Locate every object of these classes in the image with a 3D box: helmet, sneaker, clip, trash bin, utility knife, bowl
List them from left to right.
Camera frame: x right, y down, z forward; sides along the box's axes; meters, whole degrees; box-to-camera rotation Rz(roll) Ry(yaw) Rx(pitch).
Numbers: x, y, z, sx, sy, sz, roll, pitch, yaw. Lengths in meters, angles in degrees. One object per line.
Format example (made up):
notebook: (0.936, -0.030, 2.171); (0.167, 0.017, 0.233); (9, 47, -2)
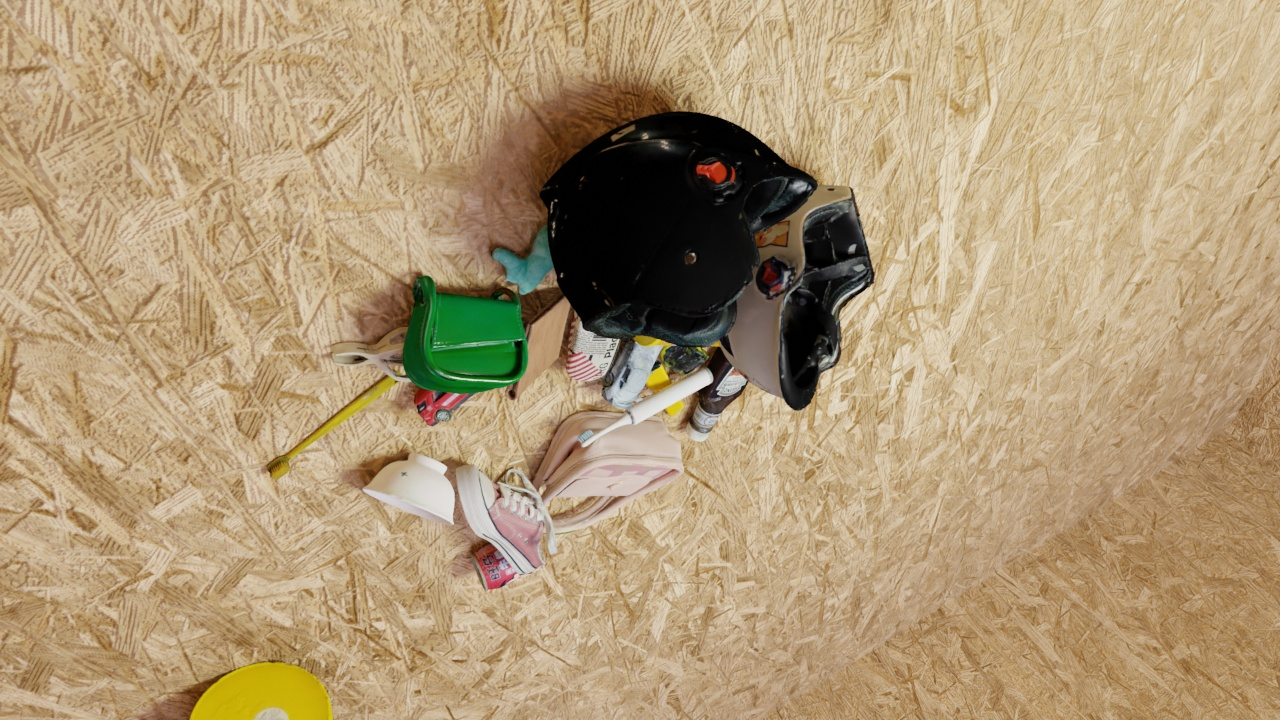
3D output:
trash bin: (-0.540, 0.585, 1.317); (0.229, 0.229, 0.256); (-10, 132, -30)
clip: (-0.271, -0.015, 0.989); (0.095, 0.035, 0.102); (-44, 136, 20)
bowl: (-0.276, 0.153, 1.138); (0.118, 0.118, 0.064); (49, 56, -54)
sneaker: (-0.172, 0.210, 1.253); (0.088, 0.118, 0.241); (-23, 136, 3)
utility knife: (0.031, 0.041, 1.307); (0.033, 0.015, 0.156); (-28, 145, 1)
helmet: (0.034, -0.137, 0.926); (0.274, 0.230, 0.233); (-37, 174, -4)
helmet: (0.167, -0.088, 1.115); (0.273, 0.157, 0.230); (-65, 149, -12)

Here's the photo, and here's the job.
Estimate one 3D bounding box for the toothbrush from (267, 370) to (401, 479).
toothbrush: (-0.346, 0.074, 1.043); (0.190, 0.016, 0.016); (-37, 145, 3)

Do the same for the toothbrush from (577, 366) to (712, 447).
toothbrush: (0.008, 0.065, 1.254); (0.220, 0.026, 0.027); (-27, 163, -27)

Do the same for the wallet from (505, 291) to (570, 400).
wallet: (-0.116, -0.021, 1.071); (0.101, 0.020, 0.115); (-51, 165, -53)

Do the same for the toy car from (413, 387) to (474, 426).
toy car: (-0.212, 0.026, 1.064); (0.121, 0.053, 0.045); (-37, 120, 10)

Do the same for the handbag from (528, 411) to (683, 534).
handbag: (-0.069, 0.178, 1.340); (0.193, 0.093, 0.235); (10, 132, -43)

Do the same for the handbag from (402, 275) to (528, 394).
handbag: (-0.187, -0.026, 0.983); (0.131, 0.120, 0.068); (6, 167, -37)

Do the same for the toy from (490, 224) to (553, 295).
toy: (-0.115, -0.112, 1.004); (0.092, 0.030, 0.096); (-47, 137, 13)

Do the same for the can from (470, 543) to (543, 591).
can: (-0.200, 0.300, 1.376); (0.093, 0.066, 0.067); (-21, 142, -18)

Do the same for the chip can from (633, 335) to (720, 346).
chip can: (0.087, -0.052, 1.196); (0.213, 0.072, 0.072); (0, 132, -39)

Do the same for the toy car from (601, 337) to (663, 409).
toy car: (-0.007, 0.007, 1.205); (0.054, 0.037, 0.121); (15, 105, -48)

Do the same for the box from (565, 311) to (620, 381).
box: (-0.054, -0.044, 1.123); (0.068, 0.052, 0.165); (-15, 137, -39)

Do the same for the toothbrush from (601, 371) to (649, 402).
toothbrush: (-0.029, 0.031, 1.245); (0.021, 0.029, 0.189); (-7, 154, 29)

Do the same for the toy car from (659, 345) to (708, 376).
toy car: (0.058, -0.009, 1.258); (0.048, 0.032, 0.105); (-36, 156, 11)

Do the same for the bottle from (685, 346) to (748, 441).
bottle: (0.118, 0.042, 1.354); (0.079, 0.044, 0.195); (-8, 137, -36)
